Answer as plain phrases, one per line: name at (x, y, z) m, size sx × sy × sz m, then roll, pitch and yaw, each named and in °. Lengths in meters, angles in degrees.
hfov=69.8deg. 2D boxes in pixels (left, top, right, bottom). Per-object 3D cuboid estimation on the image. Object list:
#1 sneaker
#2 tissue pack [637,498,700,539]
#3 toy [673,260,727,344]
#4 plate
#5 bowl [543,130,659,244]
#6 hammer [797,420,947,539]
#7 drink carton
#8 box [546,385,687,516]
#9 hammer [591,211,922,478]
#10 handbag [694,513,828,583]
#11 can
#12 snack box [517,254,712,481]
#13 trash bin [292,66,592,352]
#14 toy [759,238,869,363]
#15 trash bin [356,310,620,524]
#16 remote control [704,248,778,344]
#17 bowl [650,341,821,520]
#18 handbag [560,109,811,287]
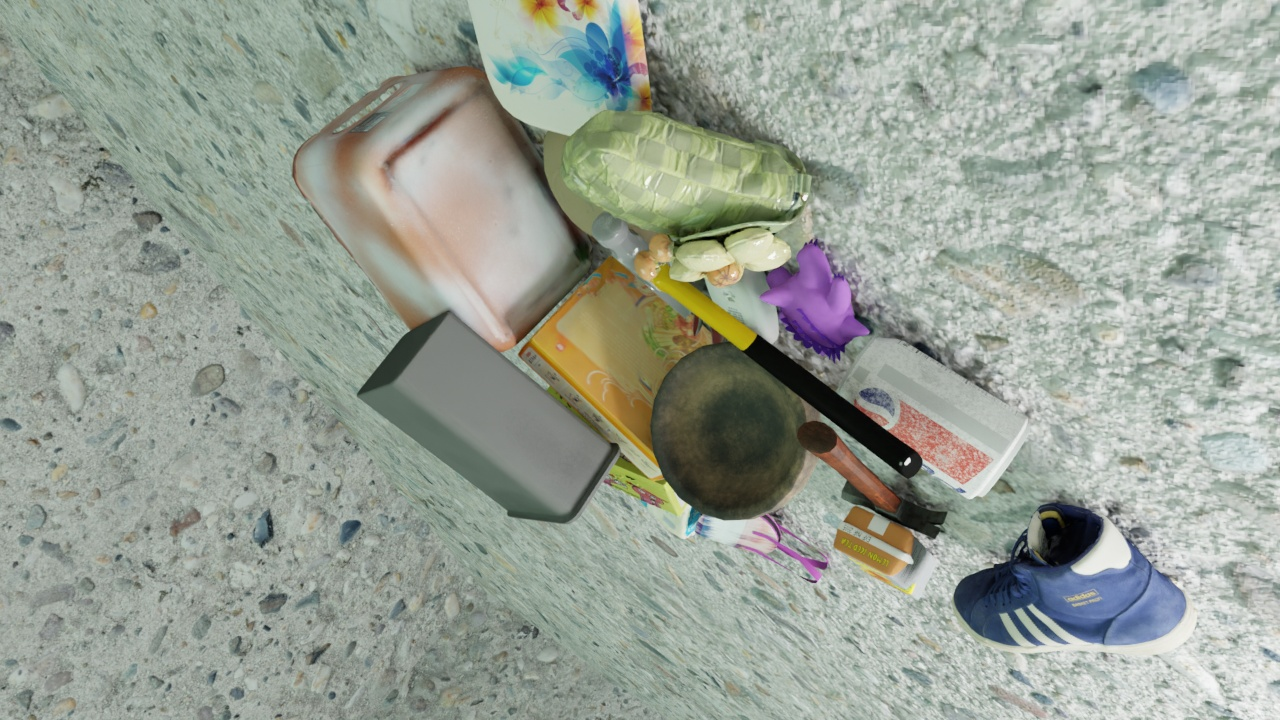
sneaker at (0.331, 0.184, 0.793) m, size 0.118 × 0.091 × 0.234 m, roll 44°, pitch 156°, yaw -16°
tissue pack at (0.039, 0.167, 1.240) m, size 0.117 × 0.066 × 0.210 m, roll 41°, pitch 158°, yaw 20°
toy at (0.056, -0.061, 0.882) m, size 0.049 × 0.030 × 0.112 m, roll 30°, pitch 155°, yaw 37°
plate at (-0.073, -0.259, 0.719) m, size 0.187 × 0.016 × 0.187 m, roll 24°, pitch 140°, yaw 35°
bowl at (-0.034, -0.156, 0.834) m, size 0.152 × 0.050 × 0.152 m, roll 34°, pitch 155°, yaw 18°
hammer at (0.198, 0.106, 0.810) m, size 0.111 × 0.028 × 0.300 m, roll 23°, pitch 173°, yaw 33°
drink carton at (0.254, 0.199, 0.944) m, size 0.076 × 0.048 × 0.125 m, roll 23°, pitch 169°, yaw 37°
box at (-0.022, 0.087, 1.116) m, size 0.221 × 0.124 × 0.082 m, roll 23°, pitch 154°, yaw 31°
hammer at (0.092, -0.011, 0.743) m, size 0.323 × 0.029 × 0.127 m, roll 40°, pitch -179°, yaw 30°
handbag at (0.161, 0.228, 1.181) m, size 0.170 × 0.067 × 0.145 m, roll 30°, pitch 155°, yaw 12°
can at (0.229, 0.043, 0.730) m, size 0.136 × 0.078 × 0.078 m, roll 35°, pitch 155°, yaw 17°
snack box at (-0.006, 0.006, 0.947) m, size 0.195 × 0.144 × 0.081 m, roll 44°, pitch 155°, yaw -5°
trash bin at (-0.187, -0.147, 0.931) m, size 0.158 × 0.181 × 0.260 m, roll 11°, pitch 141°, yaw 47°
toy at (0.141, -0.042, 0.750) m, size 0.088 × 0.055 × 0.106 m, roll 46°, pitch 156°, yaw -3°
trash bin at (-0.160, 0.064, 0.941) m, size 0.220 × 0.097 × 0.192 m, roll 41°, pitch 157°, yaw -18°
remote control at (0.092, -0.057, 0.833) m, size 0.060 × 0.028 × 0.114 m, roll 18°, pitch 147°, yaw 42°
bowl at (0.094, 0.063, 0.848) m, size 0.162 × 0.162 × 0.070 m, roll 28°, pitch -164°, yaw 30°
handbag at (0.028, -0.115, 0.691) m, size 0.186 × 0.116 × 0.113 m, roll 15°, pitch 165°, yaw -14°
